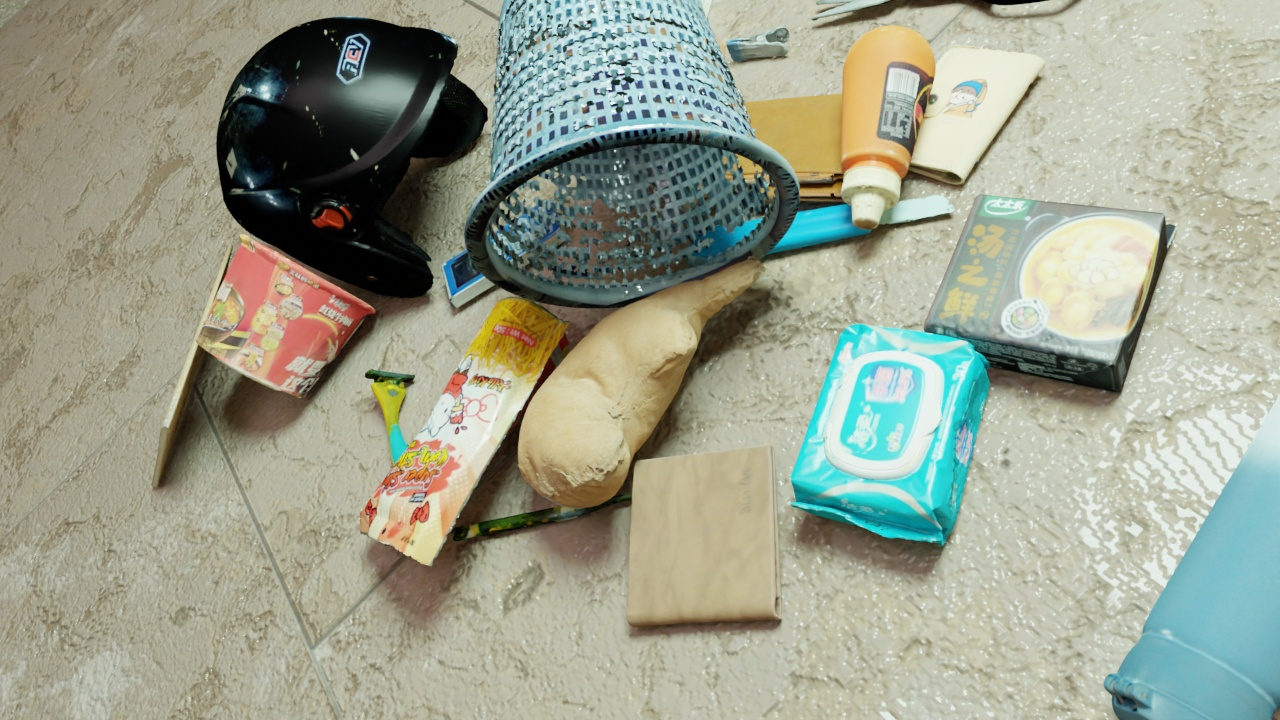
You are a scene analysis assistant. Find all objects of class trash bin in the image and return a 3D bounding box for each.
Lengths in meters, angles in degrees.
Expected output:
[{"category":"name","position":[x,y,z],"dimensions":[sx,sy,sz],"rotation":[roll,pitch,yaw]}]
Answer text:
[{"category":"trash bin","position":[-0.017,-0.172,0.653],"dimensions":[0.227,0.226,0.194],"rotation":[-17,67,20]}]

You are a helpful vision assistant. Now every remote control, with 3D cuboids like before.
[{"category":"remote control","position":[-0.125,-0.096,0.836],"dimensions":[0.125,0.024,0.049],"rotation":[-29,50,9]}]

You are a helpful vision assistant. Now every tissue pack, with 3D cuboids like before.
[{"category":"tissue pack","position":[0.153,0.045,0.563],"dimensions":[0.093,0.050,0.133],"rotation":[7,64,33]}]

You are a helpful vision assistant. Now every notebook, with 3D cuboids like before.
[{"category":"notebook","position":[-0.444,0.005,0.909],"dimensions":[0.148,0.008,0.207],"rotation":[-45,35,49]}]

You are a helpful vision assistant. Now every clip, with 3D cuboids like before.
[{"category":"clip","position":[0.106,-0.283,0.828],"dimensions":[0.056,0.024,0.026],"rotation":[-5,61,21]}]

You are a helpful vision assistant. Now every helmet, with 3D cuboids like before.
[{"category":"helmet","position":[-0.269,-0.201,0.855],"dimensions":[0.276,0.230,0.233],"rotation":[-44,32,54]}]

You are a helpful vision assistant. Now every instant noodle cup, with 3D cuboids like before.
[{"category":"instant noodle cup","position":[-0.333,-0.036,0.853],"dimensions":[0.138,0.138,0.108],"rotation":[25,83,39]}]

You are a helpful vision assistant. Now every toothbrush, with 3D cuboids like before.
[{"category":"toothbrush","position":[-0.059,0.115,0.667],"dimensions":[0.186,0.012,0.017],"rotation":[-14,65,22]}]

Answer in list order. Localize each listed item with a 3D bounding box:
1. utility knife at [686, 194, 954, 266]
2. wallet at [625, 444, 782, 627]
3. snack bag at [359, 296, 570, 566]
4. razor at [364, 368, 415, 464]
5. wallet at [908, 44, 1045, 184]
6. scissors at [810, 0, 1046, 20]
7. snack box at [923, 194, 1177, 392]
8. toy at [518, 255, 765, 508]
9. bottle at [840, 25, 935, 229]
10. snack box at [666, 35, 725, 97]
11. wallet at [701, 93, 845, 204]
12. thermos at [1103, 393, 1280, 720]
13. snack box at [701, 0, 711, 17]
[{"category":"utility knife","position":[0.131,-0.100,0.694],"dimensions":[0.204,0.018,0.034],"rotation":[-7,60,25]},{"category":"wallet","position":[0.040,0.113,0.597],"dimensions":[0.101,0.020,0.115],"rotation":[-11,63,23]},{"category":"snack bag","position":[-0.134,0.052,0.697],"dimensions":[0.129,0.073,0.207],"rotation":[2,53,53]},{"category":"razor","position":[-0.202,0.062,0.773],"dimensions":[0.028,0.043,0.132],"rotation":[-50,48,28]},{"category":"wallet","position":[0.234,-0.189,0.690],"dimensions":[0.087,0.024,0.115],"rotation":[28,79,43]},{"category":"scissors","position":[0.260,-0.324,0.770],"dimensions":[0.234,0.022,0.160],"rotation":[25,68,43]},{"category":"snack box","position":[0.256,-0.052,0.573],"dimensions":[0.113,0.053,0.125],"rotation":[15,73,36]},{"category":"toy","position":[-0.004,0.004,0.651],"dimensions":[0.225,0.082,0.144],"rotation":[-54,27,-16]},{"category":"bottle","position":[0.173,-0.164,0.664],"dimensions":[0.067,0.066,0.149],"rotation":[3,73,31]},{"category":"snack box","position":[0.016,-0.231,0.787],"dimensions":[0.093,0.077,0.094],"rotation":[-2,86,29]},{"category":"wallet","position":[0.119,-0.171,0.739],"dimensions":[0.132,0.031,0.107],"rotation":[4,59,32]},{"category":"thermos","position":[0.303,0.093,0.438],"dimensions":[0.070,0.070,0.220],"rotation":[28,77,39]},{"category":"snack box","position":[0.013,-0.303,0.891],"dimensions":[0.085,0.027,0.156],"rotation":[-1,60,29]}]
